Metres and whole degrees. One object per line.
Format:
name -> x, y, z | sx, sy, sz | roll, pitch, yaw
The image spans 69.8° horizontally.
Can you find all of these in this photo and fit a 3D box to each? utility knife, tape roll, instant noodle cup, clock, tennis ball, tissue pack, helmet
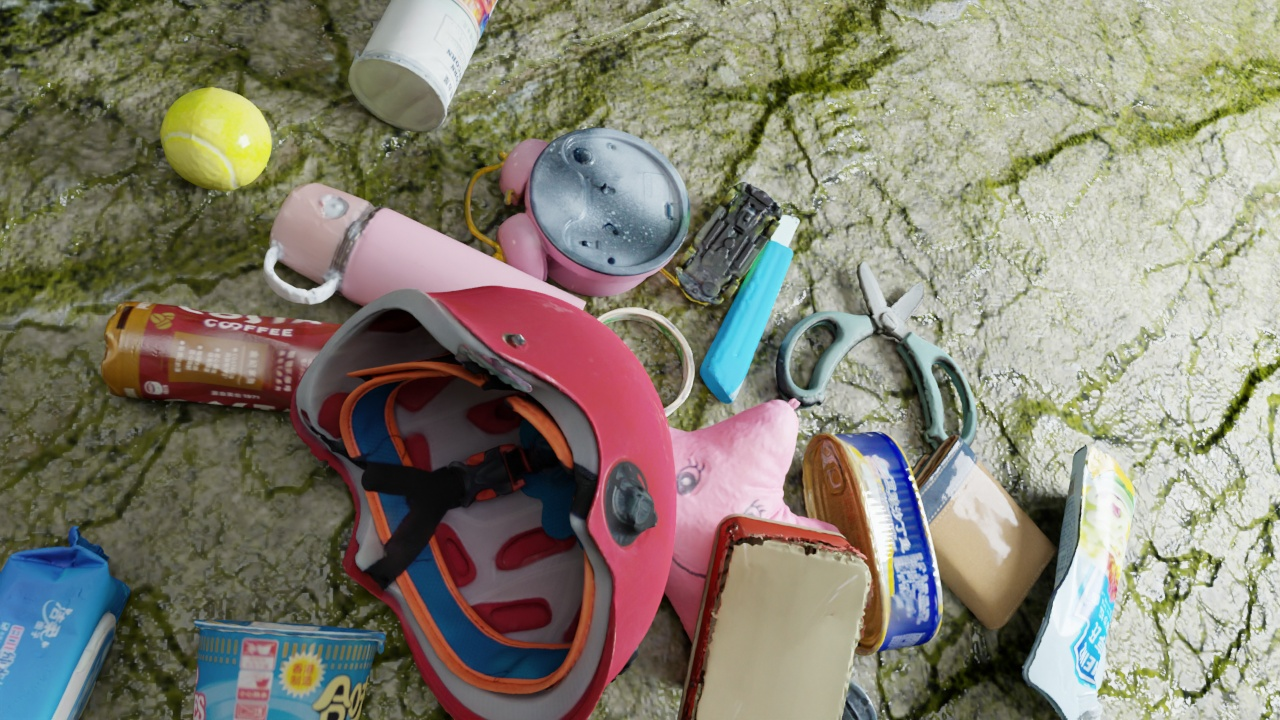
utility knife -> 0.088, -0.048, 0.698 | 0.034, 0.018, 0.178 | 36, 61, -17
tape roll -> -0.004, 0.004, 0.651 | 0.085, 0.014, 0.085 | 6, 67, -15
instant noodle cup -> -0.189, 0.194, 0.476 | 0.099, 0.099, 0.109 | 9, 73, -14
clock -> -0.046, -0.104, 0.656 | 0.158, 0.060, 0.117 | 6, 68, -17
tennis ball -> -0.275, -0.143, 0.596 | 0.065, 0.066, 0.065 | 6, 67, -15
tissue pack -> -0.302, 0.164, 0.449 | 0.052, 0.095, 0.156 | 21, 64, -15
helmet -> -0.062, 0.068, 0.502 | 0.143, 0.208, 0.240 | -21, 89, -50

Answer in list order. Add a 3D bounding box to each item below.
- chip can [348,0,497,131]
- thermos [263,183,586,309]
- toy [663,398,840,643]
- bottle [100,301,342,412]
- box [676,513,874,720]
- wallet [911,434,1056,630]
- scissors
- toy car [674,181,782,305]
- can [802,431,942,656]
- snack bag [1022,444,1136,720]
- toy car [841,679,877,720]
chip can -> -0.143, -0.276, 0.688 | 0.071, 0.071, 0.214 | 21, 64, -9
thermos -> -0.141, -0.044, 0.595 | 0.198, 0.067, 0.087 | 25, 51, -8
toy -> 0.037, 0.088, 0.589 | 0.194, 0.075, 0.178 | 39, 84, -3
bottle -> -0.224, 0.002, 0.558 | 0.174, 0.058, 0.057 | 6, 67, -15
box -> 0.074, 0.179, 0.515 | 0.091, 0.077, 0.168 | 11, 93, -1
wallet -> 0.240, 0.123, 0.665 | 0.115, 0.033, 0.090 | 47, 66, -1
scissors -> 0.177, 0.006, 0.704 | 0.179, 0.019, 0.170 | -15, 76, -21
toy car -> 0.065, -0.087, 0.700 | 0.048, 0.032, 0.105 | 35, 74, -1
can -> 0.155, 0.120, 0.620 | 0.049, 0.075, 0.148 | -2, 70, -21
snack bag -> 0.319, 0.164, 0.658 | 0.110, 0.039, 0.190 | 52, 53, -39
toy car -> 0.105, 0.237, 0.580 | 0.090, 0.034, 0.043 | -31, 86, -11
